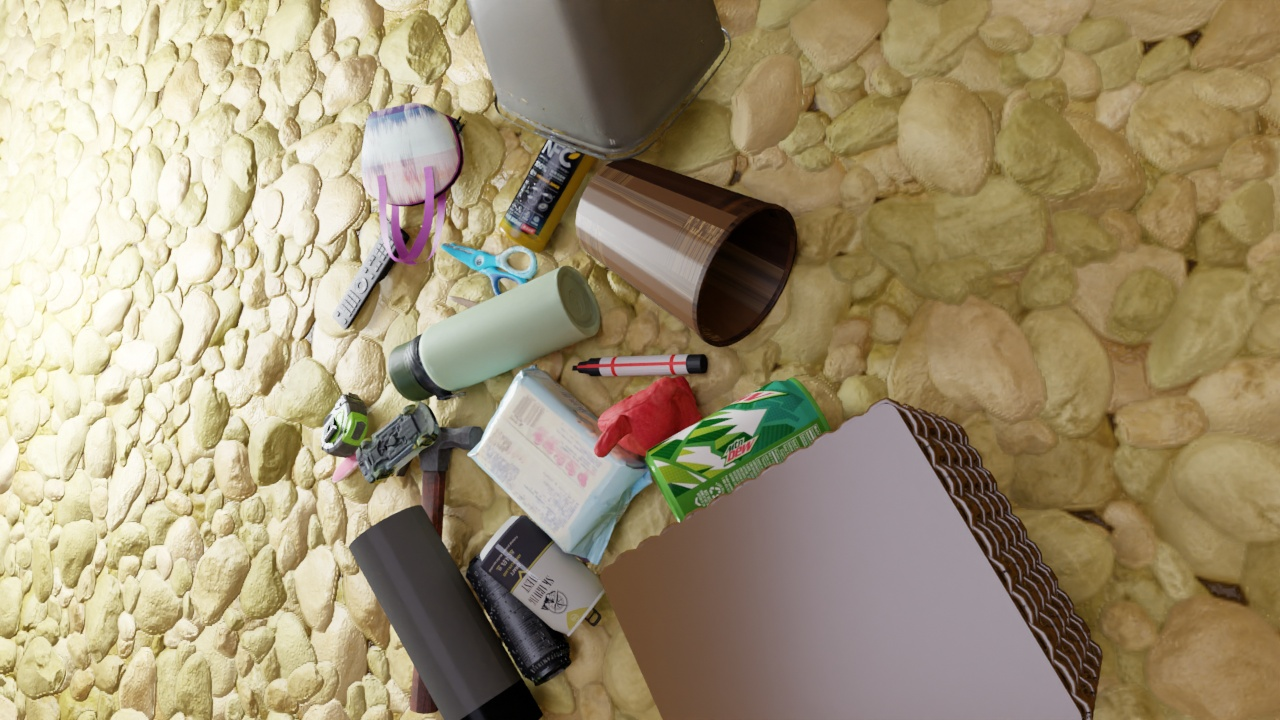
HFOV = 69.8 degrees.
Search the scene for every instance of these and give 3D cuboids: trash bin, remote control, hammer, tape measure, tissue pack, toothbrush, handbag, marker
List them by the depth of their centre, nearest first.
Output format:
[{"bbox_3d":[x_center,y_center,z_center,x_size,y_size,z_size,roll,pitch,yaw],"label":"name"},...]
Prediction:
[{"bbox_3d":[-0.052,-0.337,0.810,0.197,0.220,0.197,28,70,27],"label":"trash bin"},{"bbox_3d":[-0.076,0.100,0.893,0.182,0.070,0.112,39,103,24],"label":"tissue pack"},{"bbox_3d":[-0.005,0.005,0.894,0.146,0.019,0.019,-2,83,28],"label":"marker"},{"bbox_3d":[-0.226,0.221,0.982,0.111,0.028,0.300,-2,83,27],"label":"hammer"},{"bbox_3d":[-0.255,-0.192,1.027,0.145,0.068,0.170,-3,84,27],"label":"handbag"},{"bbox_3d":[-0.311,0.102,1.048,0.135,0.016,0.021,-36,54,20],"label":"toothbrush"},{"bbox_3d":[-0.342,0.078,1.049,0.066,0.035,0.058,-52,45,12],"label":"tape measure"},{"bbox_3d":[-0.317,-0.098,1.076,0.032,0.015,0.136,41,103,26],"label":"remote control"}]

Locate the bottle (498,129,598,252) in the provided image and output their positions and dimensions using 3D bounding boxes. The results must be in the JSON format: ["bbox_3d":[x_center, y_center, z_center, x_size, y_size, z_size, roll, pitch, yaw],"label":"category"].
[{"bbox_3d":[-0.078,-0.202,0.939,0.053,0.053,0.186,37,101,27],"label":"bottle"}]

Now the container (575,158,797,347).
[{"bbox_3d":[0.034,-0.108,0.832,0.167,0.132,0.132,33,99,33],"label":"container"}]

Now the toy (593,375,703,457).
[{"bbox_3d":[0.016,0.069,0.819,0.088,0.132,0.094,-36,77,31],"label":"toy"}]

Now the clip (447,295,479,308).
[{"bbox_3d":[-0.185,-0.057,0.998,0.060,0.024,0.039,-11,82,17],"label":"clip"}]

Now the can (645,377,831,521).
[{"bbox_3d":[0.084,0.080,0.775,0.144,0.083,0.083,-29,69,-4],"label":"can"}]

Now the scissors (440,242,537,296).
[{"bbox_3d":[-0.169,-0.106,1.000,0.135,0.015,0.066,24,97,26],"label":"scissors"}]

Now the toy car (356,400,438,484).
[{"bbox_3d":[-0.256,0.089,0.979,0.105,0.033,0.048,-38,63,13],"label":"toy car"}]

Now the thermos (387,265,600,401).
[{"bbox_3d":[-0.156,-0.018,0.947,0.232,0.082,0.082,-21,74,24],"label":"thermos"}]

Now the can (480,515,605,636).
[{"bbox_3d":[-0.088,0.208,0.874,0.127,0.064,0.064,39,103,6],"label":"can"}]

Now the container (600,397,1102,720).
[{"bbox_3d":[0.157,0.188,0.673,0.252,0.214,0.219,-34,69,20],"label":"container"}]

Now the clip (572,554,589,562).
[{"bbox_3d":[-0.068,0.181,0.911,0.052,0.041,0.014,24,98,-4],"label":"clip"}]

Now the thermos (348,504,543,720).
[{"bbox_3d":[-0.193,0.267,0.907,0.082,0.082,0.240,-38,77,19],"label":"thermos"}]

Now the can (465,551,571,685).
[{"bbox_3d":[-0.121,0.249,0.906,0.054,0.054,0.137,-44,66,17],"label":"can"}]
